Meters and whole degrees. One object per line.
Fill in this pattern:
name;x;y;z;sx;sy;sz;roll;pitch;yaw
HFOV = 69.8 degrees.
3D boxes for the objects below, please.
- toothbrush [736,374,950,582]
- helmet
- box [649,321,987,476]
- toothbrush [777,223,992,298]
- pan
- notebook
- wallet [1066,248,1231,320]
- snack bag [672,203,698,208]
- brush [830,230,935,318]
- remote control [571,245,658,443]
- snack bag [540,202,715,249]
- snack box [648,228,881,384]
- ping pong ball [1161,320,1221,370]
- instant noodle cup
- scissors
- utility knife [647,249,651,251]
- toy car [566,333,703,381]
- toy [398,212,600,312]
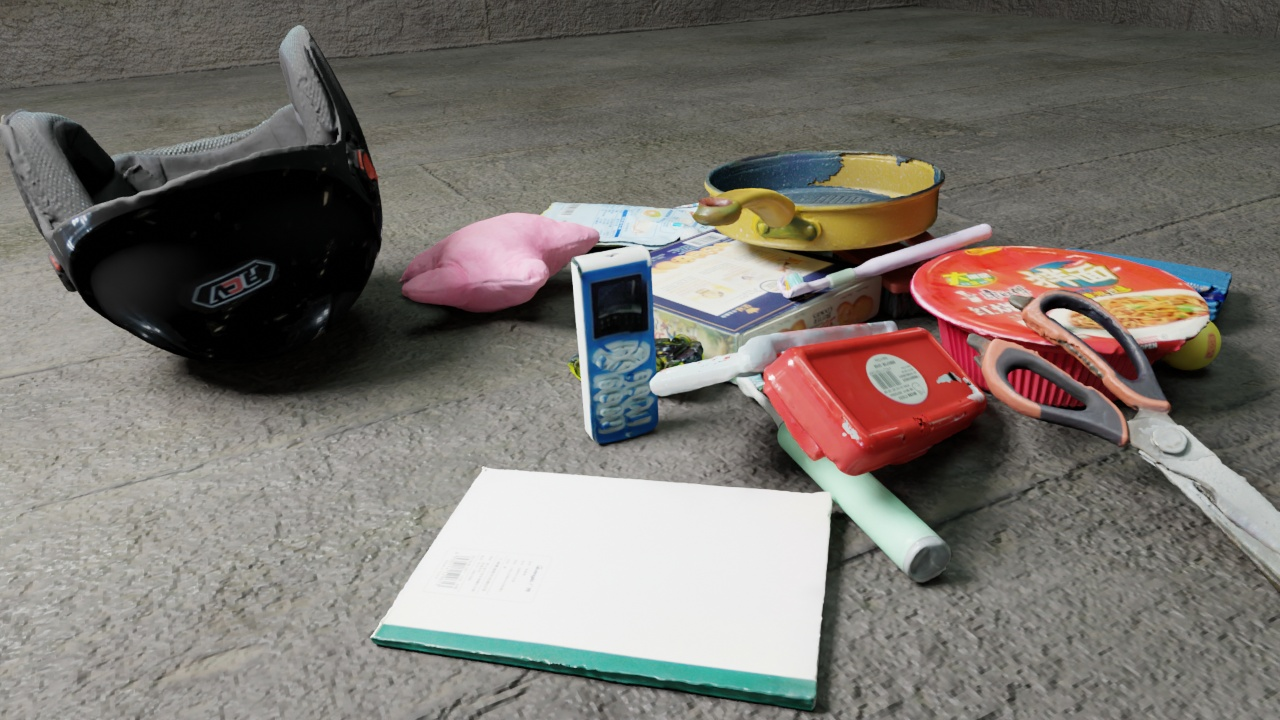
toothbrush;0.108;0.057;0.551;0.027;0.026;0.224;-16;28;-14
helmet;-0.310;-0.108;0.691;0.233;0.230;0.274;-23;29;-9
box;0.117;0.009;0.557;0.155;0.074;0.200;24;20;34
toothbrush;0.194;-0.080;0.712;0.189;0.021;0.029;-16;24;-17
pan;0.119;-0.126;0.709;0.198;0.078;0.356;7;26;25
notebook;-0.010;0.106;0.474;0.209;0.012;0.150;4;28;13
wallet;0.417;-0.066;0.771;0.133;0.040;0.106;15;22;32
snack bag;0.067;-0.158;1.000;0.104;0.026;0.048;-14;42;-21
brush;0.213;-0.094;0.807;0.063;0.069;0.145;-8;27;-15
remote control;-0.016;-0.008;0.581;0.049;0.125;0.024;-13;28;-21
snack bag;-0.009;-0.137;0.936;0.191;0.039;0.110;4;23;18
snack box;0.071;-0.054;0.760;0.177;0.046;0.183;-24;33;-37
ping pong ball;0.393;-0.013;0.658;0.040;0.040;0.040;-2;26;1
instant noodle cup;0.291;-0.023;0.659;0.194;0.066;0.193;-2;25;1
scissors;0.269;0.043;0.511;0.192;0.015;0.206;2;55;19
utility knife;0.081;-0.104;0.899;0.180;0.013;0.029;3;22;9
toy car;-0.004;0.004;0.664;0.105;0.032;0.048;1;24;32
toy;-0.135;-0.089;0.822;0.179;0.075;0.194;-5;20;18
